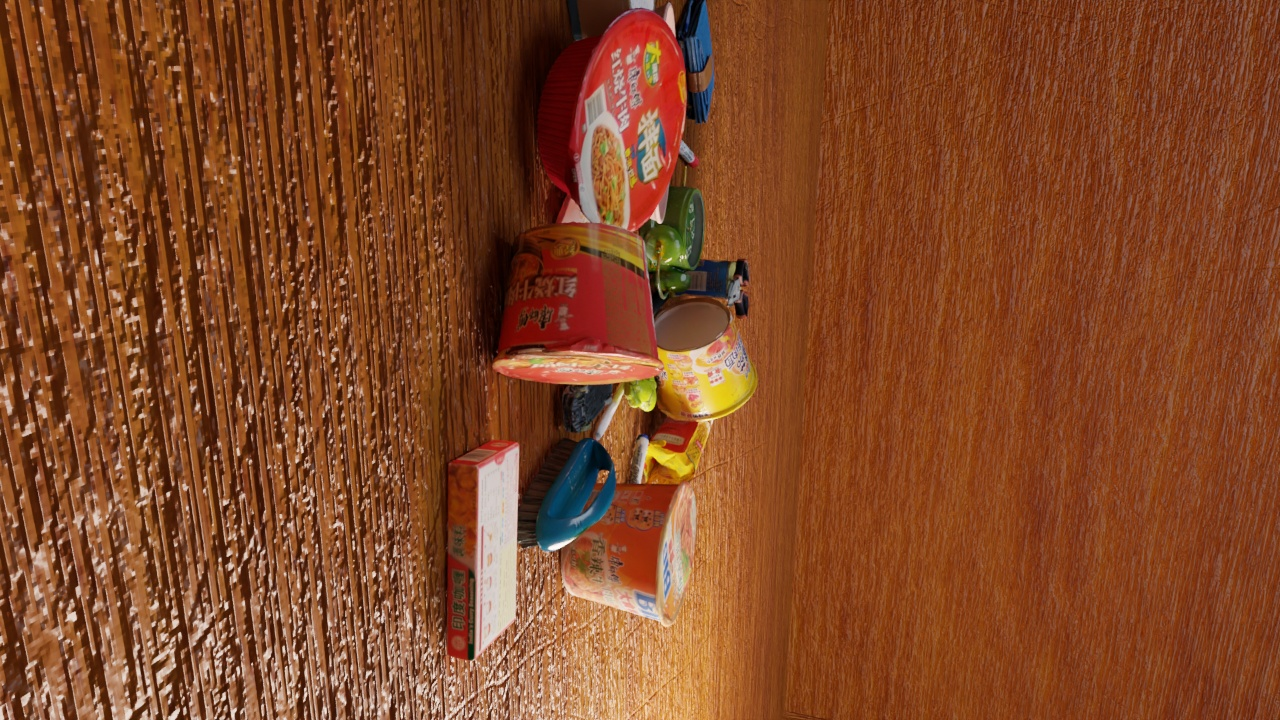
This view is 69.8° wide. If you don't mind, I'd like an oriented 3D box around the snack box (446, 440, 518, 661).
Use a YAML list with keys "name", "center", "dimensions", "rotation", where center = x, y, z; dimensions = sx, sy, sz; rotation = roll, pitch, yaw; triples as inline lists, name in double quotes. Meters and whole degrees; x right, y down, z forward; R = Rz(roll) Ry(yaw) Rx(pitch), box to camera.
- name: "snack box"
  center: [-0.123, 0.147, 0.724]
  dimensions: [0.077, 0.027, 0.156]
  rotation: [-28, 122, -71]

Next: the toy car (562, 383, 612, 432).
- name: "toy car"
  center: [-0.054, 0.033, 0.916]
  dimensions: [0.105, 0.031, 0.049]
  rotation: [-49, 142, -62]

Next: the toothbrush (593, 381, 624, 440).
- name: "toothbrush"
  center: [-0.021, 0.039, 1.059]
  dimensions: [0.179, 0.016, 0.016]
  rotation: [-60, 149, -54]

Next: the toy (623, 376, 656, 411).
- name: "toy"
  center: [-0.006, 0.006, 1.051]
  dimensions: [0.096, 0.031, 0.100]
  rotation: [22, 63, -61]

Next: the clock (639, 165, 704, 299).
- name: "clock"
  center: [0.038, -0.149, 1.128]
  dimensions: [0.116, 0.056, 0.160]
  rotation: [69, 31, -55]

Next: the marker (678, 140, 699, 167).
- name: "marker"
  center: [0.055, -0.280, 1.214]
  dimensions: [0.145, 0.017, 0.017]
  rotation: [7, 88, -74]

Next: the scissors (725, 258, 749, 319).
- name: "scissors"
  center: [0.124, -0.077, 1.174]
  dimensions: [0.182, 0.015, 0.208]
  rotation: [78, 17, -45]

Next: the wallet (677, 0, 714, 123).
- name: "wallet"
  center: [0.077, -0.398, 1.219]
  dimensions: [0.133, 0.040, 0.106]
  rotation: [76, 21, -47]

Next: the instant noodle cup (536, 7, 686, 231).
- name: "instant noodle cup"
  center: [-0.030, -0.211, 0.810]
  dimensions: [0.193, 0.066, 0.194]
  rotation: [-42, 141, -48]

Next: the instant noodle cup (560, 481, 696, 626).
- name: "instant noodle cup"
  center: [-0.012, 0.195, 0.970]
  dimensions: [0.151, 0.111, 0.151]
  rotation: [6, 89, -74]

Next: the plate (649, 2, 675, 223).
- name: "plate"
  center: [0.016, -0.264, 0.991]
  dimensions: [0.229, 0.028, 0.229]
  rotation: [5, 88, -85]

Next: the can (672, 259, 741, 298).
- name: "can"
  center: [0.092, -0.115, 1.276]
  dimensions: [0.102, 0.083, 0.057]
  rotation: [-19, 114, -72]

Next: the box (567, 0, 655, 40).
- name: "box"
  center: [-0.032, -0.379, 0.807]
  dimensions: [0.089, 0.063, 0.184]
  rotation: [-66, 154, -49]

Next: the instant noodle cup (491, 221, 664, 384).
- name: "instant noodle cup"
  center: [-0.049, -0.044, 0.744]
  dimensions: [0.138, 0.138, 0.108]
  rotation: [37, 52, -71]

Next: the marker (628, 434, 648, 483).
- name: "marker"
  center: [-0.010, 0.162, 1.138]
  dimensions: [0.017, 0.017, 0.145]
  rotation: [59, 40, -64]

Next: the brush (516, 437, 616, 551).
- name: "brush"
  center: [-0.061, 0.121, 0.845]
  dimensions: [0.143, 0.074, 0.055]
  rotation: [-58, 144, -56]

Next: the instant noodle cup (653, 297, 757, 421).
- name: "instant noodle cup"
  center: [0.074, -0.007, 1.182]
  dimensions: [0.137, 0.138, 0.110]
  rotation: [-69, 149, -43]

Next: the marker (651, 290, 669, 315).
- name: "marker"
  center: [0.019, -0.074, 1.153]
  dimensions: [0.131, 0.020, 0.022]
  rotation: [-51, 126, -63]

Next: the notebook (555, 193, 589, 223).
- name: "notebook"
  center: [-0.042, -0.151, 0.933]
  dimensions: [0.146, 0.010, 0.205]
  rotation: [73, 27, -51]

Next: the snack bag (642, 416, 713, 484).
- name: "snack bag"
  center: [0.065, 0.076, 1.249]
  dimensions: [0.129, 0.073, 0.207]
  rotation: [-49, -172, 42]
